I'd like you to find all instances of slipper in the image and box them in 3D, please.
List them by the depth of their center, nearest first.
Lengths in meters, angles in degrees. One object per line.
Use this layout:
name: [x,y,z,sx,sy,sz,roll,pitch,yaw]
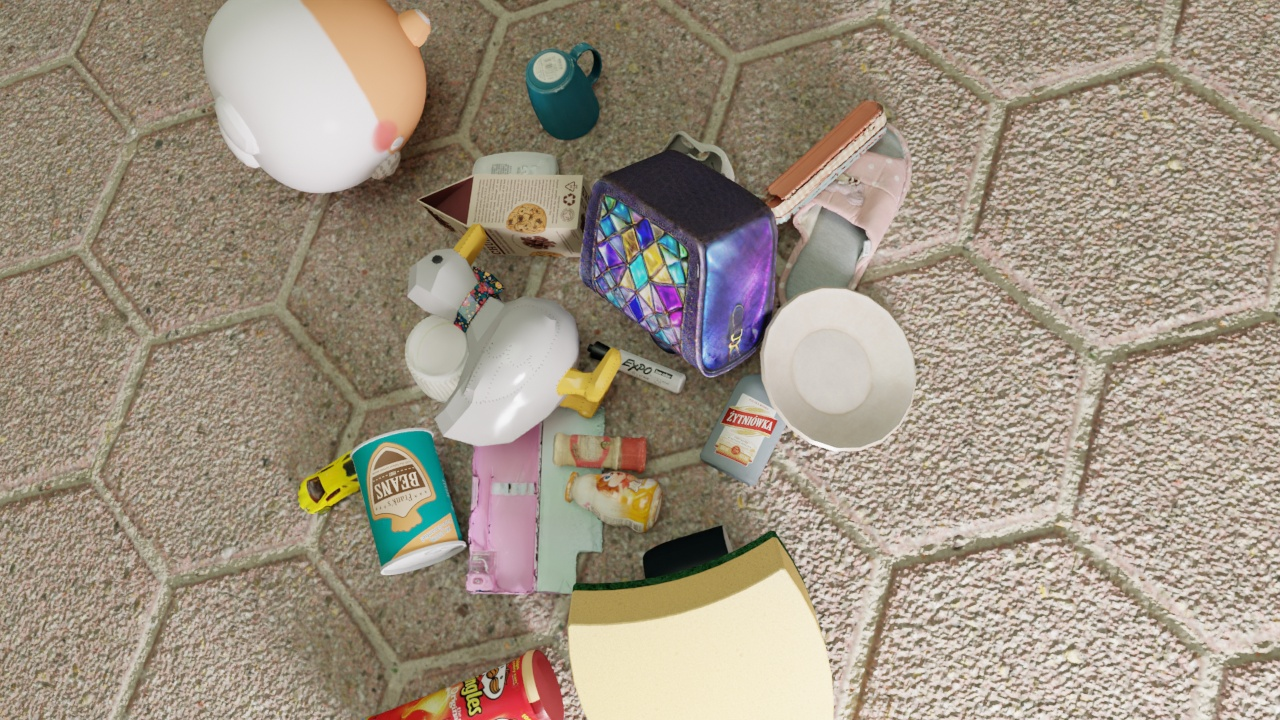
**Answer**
slipper: [0.242,-0.171,1.089,0.114,0.054,0.274,21,79,15]

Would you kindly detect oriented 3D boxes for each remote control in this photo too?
remote control: [-0.164,-0.242,1.198,0.114,0.028,0.060,0,76,11]

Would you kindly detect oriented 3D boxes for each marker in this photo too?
marker: [-0.007,0.006,1.107,0.126,0.025,0.025,22,81,15]

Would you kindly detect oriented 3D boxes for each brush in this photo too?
brush: [0.061,0.302,0.941,0.250,0.075,0.195,-16,108,6]

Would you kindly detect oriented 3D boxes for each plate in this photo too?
plate: [0.221,0.010,1.039,0.188,0.027,0.188,3,77,-13]

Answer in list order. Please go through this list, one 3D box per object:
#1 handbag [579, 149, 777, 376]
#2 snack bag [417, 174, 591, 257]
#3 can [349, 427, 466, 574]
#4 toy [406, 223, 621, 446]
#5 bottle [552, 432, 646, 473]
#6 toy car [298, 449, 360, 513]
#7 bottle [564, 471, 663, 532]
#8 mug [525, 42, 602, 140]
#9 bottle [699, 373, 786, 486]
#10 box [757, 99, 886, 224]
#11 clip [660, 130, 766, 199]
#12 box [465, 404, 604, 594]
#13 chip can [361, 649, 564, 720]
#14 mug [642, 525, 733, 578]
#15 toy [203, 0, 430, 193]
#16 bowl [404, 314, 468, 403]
handbag: [0.041,-0.099,1.035,0.125,0.222,0.205,-29,52,-32]
snack bag: [-0.164,-0.181,1.148,0.206,0.094,0.069,3,76,11]
can: [-0.273,0.165,1.077,0.099,0.099,0.144,-22,73,4]
toy: [-0.159,-0.018,1.052,0.267,0.141,0.246,25,69,-1]
bottle: [-0.047,0.107,1.068,0.109,0.044,0.044,4,76,-2]
toy car: [-0.379,0.151,1.138,0.107,0.030,0.049,-33,73,2]
bottle: [-0.031,0.157,1.050,0.108,0.063,0.063,12,78,9]
mug: [-0.094,-0.355,1.175,0.084,0.104,0.112,41,87,17]
bottle: [0.135,0.058,1.055,0.072,0.046,0.161,26,82,16]
box: [0.212,-0.234,1.068,0.186,0.053,0.058,-43,89,-6]
clip: [0.078,-0.201,1.101,0.147,0.125,0.081,41,78,-6]
box: [-0.121,0.159,1.086,0.159,0.035,0.230,0,76,3]
chip can: [-0.198,0.397,1.011,0.213,0.087,0.087,-22,73,5]
mug: [0.063,0.251,1.008,0.094,0.085,0.121,-18,102,6]
toy: [-0.395,-0.347,1.155,0.280,0.263,0.266,-36,101,-19]
bowl: [-0.239,-0.008,1.135,0.115,0.062,0.115,-3,75,10]
